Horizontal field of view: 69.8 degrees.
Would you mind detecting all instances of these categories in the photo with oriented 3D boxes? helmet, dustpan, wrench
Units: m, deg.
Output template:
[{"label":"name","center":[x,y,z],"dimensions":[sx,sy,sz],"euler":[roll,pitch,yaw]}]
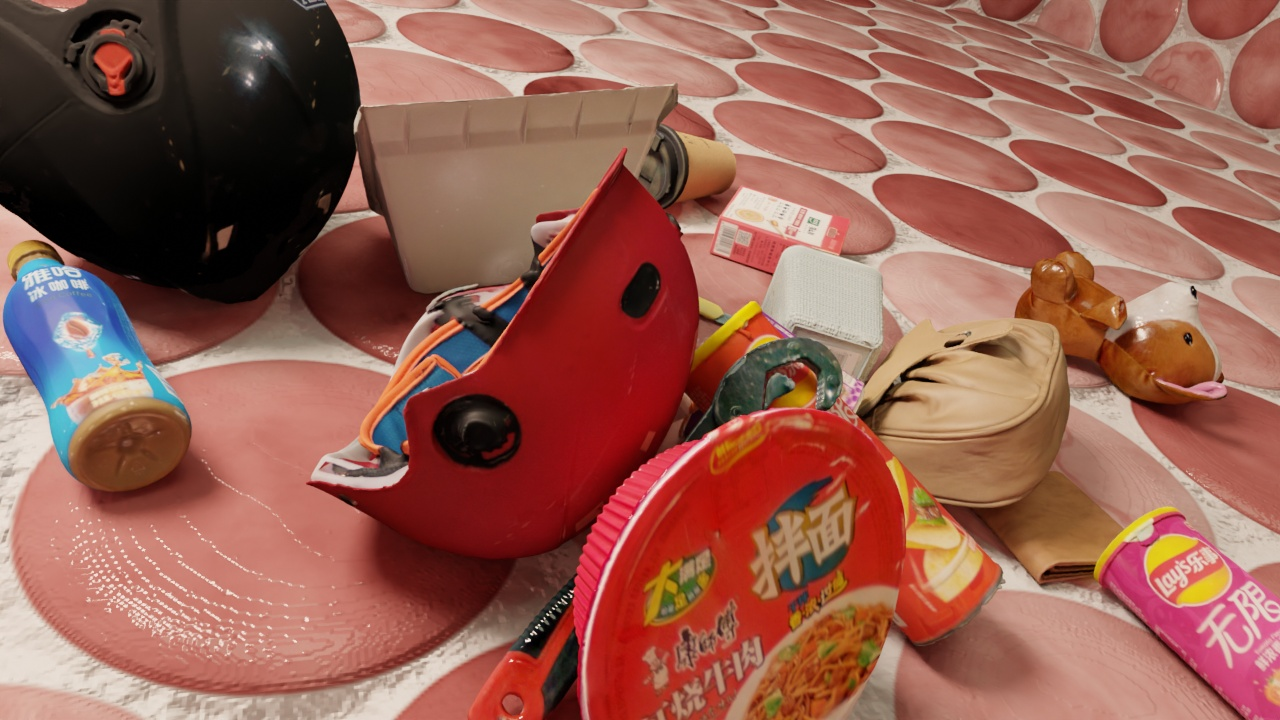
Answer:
[{"label":"helmet","center":[-0.309,-0.177,0.637],"dimensions":[0.230,0.275,0.233],"euler":[41,19,-12]},{"label":"dustpan","center":[-0.117,-0.157,0.740],"dimensions":[0.222,0.258,0.142],"euler":[-9,58,-18]},{"label":"helmet","center":[-0.047,0.012,0.507],"dimensions":[0.144,0.241,0.206],"euler":[43,30,-16]},{"label":"wrench","center":[0.012,0.082,0.474],"dimensions":[0.056,0.016,0.272],"euler":[43,69,4]}]

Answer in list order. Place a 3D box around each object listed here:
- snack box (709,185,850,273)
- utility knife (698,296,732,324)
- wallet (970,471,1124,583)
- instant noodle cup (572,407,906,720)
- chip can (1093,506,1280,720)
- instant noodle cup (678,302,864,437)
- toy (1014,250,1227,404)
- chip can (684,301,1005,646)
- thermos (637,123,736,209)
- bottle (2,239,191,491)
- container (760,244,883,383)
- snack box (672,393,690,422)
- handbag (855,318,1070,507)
[{"label":"snack box","center":[0.148,-0.131,0.966],"dimensions":[0.127,0.044,0.113],"euler":[20,31,9]},{"label":"utility knife","center":[0.025,-0.061,0.829],"dimensions":[0.196,0.020,0.030],"euler":[20,36,8]},{"label":"wallet","center":[0.300,0.117,0.671],"dimensions":[0.115,0.020,0.101],"euler":[3,33,-25]},{"label":"instant noodle cup","center":[0.039,0.110,0.435],"dimensions":[0.193,0.194,0.066],"euler":[-10,16,-34]},{"label":"chip can","center":[0.380,0.184,0.549],"dimensions":[0.071,0.072,0.210],"euler":[-4,37,-29]},{"label":"instant noodle cup","center":[0.094,0.031,0.643],"dimensions":[0.099,0.112,0.111],"euler":[31,34,7]},{"label":"toy","center":[0.473,-0.031,0.889],"dimensions":[0.199,0.131,0.139],"euler":[43,34,22]},{"label":"chip can","center":[0.113,0.066,0.546],"dimensions":[0.216,0.073,0.073],"euler":[48,39,6]},{"label":"thermos","center":[0.043,-0.213,1.013],"dimensions":[0.093,0.093,0.143],"euler":[36,30,29]},{"label":"bottle","center":[-0.337,-0.010,0.548],"dimensions":[0.065,0.065,0.219],"euler":[-16,43,-40]},{"label":"container","center":[0.147,-0.023,0.758],"dimensions":[0.090,0.090,0.111],"euler":[17,36,-1]},{"label":"snack box","center":[-0.004,0.004,0.660],"dimensions":[0.027,0.085,0.156],"euler":[54,22,-24]},{"label":"handbag","center":[0.238,0.025,0.687],"dimensions":[0.148,0.100,0.203],"euler":[-5,20,31]}]
